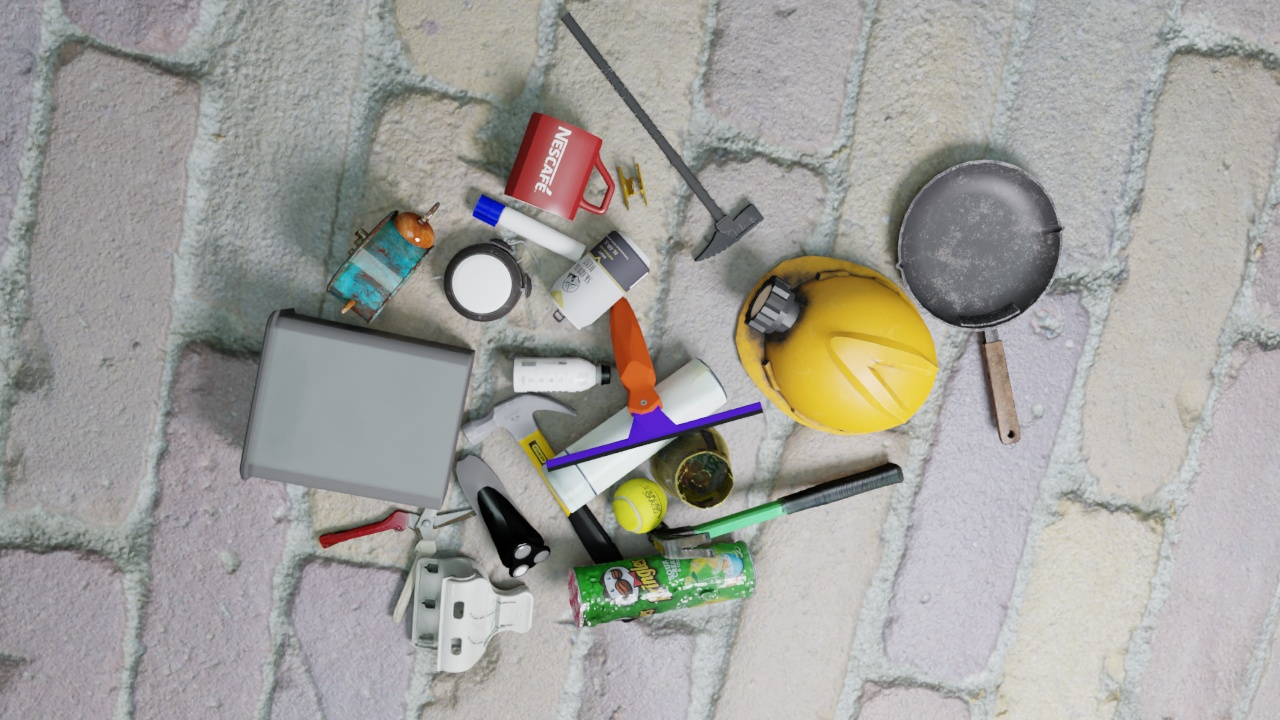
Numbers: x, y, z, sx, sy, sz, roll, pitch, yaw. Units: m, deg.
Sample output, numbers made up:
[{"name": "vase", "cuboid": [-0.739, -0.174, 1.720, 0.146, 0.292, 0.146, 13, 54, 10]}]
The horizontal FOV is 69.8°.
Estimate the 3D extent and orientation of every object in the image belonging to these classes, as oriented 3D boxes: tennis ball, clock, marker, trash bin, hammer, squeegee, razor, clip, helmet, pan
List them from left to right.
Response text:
[{"name": "trash bin", "cuboid": [-0.317, 0.056, 1.046, 0.220, 0.097, 0.192, 12, 94, -8]}, {"name": "clock", "cuboid": [-0.280, -0.120, 1.015, 0.073, 0.121, 0.157, 41, 87, -13]}, {"name": "clip", "cuboid": [-0.203, 0.309, 1.105, 0.151, 0.110, 0.127, 8, 105, 2]}, {"name": "clock", "cuboid": [-0.178, -0.093, 1.064, 0.123, 0.043, 0.091, -31, 100, 1]}, {"name": "razor", "cuboid": [-0.172, 0.183, 1.105, 0.057, 0.060, 0.156, -33, 80, -11]}, {"name": "marker", "cuboid": [-0.129, -0.152, 1.068, 0.133, 0.023, 0.027, 26, 76, -8]}, {"name": "hammer", "cuboid": [-0.080, 0.182, 1.124, 0.127, 0.029, 0.323, -31, 101, 0]}, {"name": "squeegee", "cuboid": [-0.006, 0.006, 1.051, 0.249, 0.055, 0.184, -16, 62, 3]}, {"name": "clip", "cuboid": [-0.005, -0.203, 1.064, 0.046, 0.048, 0.054, -20, 102, -43]}, {"name": "tennis ball", "cuboid": [-0.001, 0.175, 1.109, 0.065, 0.065, 0.065, -1, 99, -5]}, {"name": "hammer", "cuboid": [0.010, -0.263, 1.069, 0.095, 0.015, 0.325, -39, 99, 2]}, {"name": "hammer", "cuboid": [0.171, 0.179, 1.114, 0.318, 0.130, 0.032, -15, 93, -12]}, {"name": "helmet", "cuboid": [0.247, -0.007, 1.069, 0.255, 0.131, 0.205, 30, 95, -9]}, {"name": "pan", "cuboid": [0.421, -0.063, 1.121, 0.207, 0.040, 0.357, -12, 101, -3]}]

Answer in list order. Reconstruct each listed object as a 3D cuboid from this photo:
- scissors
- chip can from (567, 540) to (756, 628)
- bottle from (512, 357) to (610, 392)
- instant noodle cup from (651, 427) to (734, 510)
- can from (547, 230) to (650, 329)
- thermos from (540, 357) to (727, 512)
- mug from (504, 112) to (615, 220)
[{"name": "scissors", "cuboid": [-0.287, 0.232, 1.121, 0.199, 0.015, 0.179, -8, 98, -4]}, {"name": "chip can", "cuboid": [0.028, 0.269, 1.106, 0.223, 0.075, 0.075, -6, 99, -13]}, {"name": "bottle", "cuboid": [-0.093, 0.017, 1.090, 0.116, 0.041, 0.041, 0, 99, -5]}, {"name": "instant noodle cup", "cuboid": [0.068, 0.131, 1.085, 0.102, 0.108, 0.102, 0, 96, -5]}, {"name": "can", "cuboid": [-0.052, -0.090, 1.064, 0.127, 0.064, 0.064, -41, 100, 2]}, {"name": "thermos", "cuboid": [-0.007, 0.087, 1.077, 0.230, 0.068, 0.068, -35, 100, -7]}, {"name": "mug", "cuboid": [-0.084, -0.212, 1.036, 0.116, 0.080, 0.096, 20, 97, -14]}]
